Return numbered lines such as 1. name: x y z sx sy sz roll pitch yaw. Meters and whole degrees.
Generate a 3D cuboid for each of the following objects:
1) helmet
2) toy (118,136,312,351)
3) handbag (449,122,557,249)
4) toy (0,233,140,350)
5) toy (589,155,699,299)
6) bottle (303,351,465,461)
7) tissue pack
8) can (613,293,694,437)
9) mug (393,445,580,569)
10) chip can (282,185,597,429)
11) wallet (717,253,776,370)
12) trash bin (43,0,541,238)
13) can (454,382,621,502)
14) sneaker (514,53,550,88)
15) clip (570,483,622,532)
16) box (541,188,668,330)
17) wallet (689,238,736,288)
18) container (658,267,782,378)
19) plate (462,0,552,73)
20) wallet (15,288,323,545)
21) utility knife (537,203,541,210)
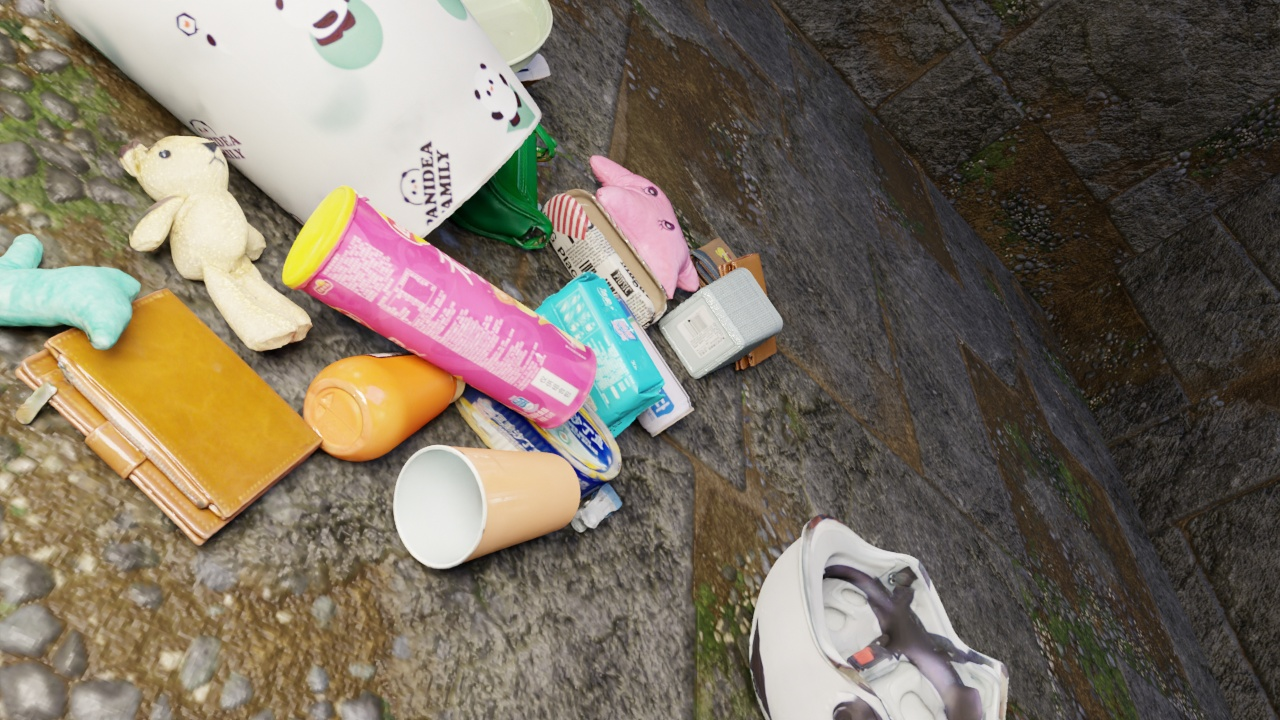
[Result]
1. helmet: 0.183 0.273 0.780 0.258 0.146 0.228 45 28 0
2. toy: -0.263 -0.074 0.577 0.157 0.066 0.105 57 23 4
3. handbag: -0.127 -0.181 0.864 0.120 0.068 0.131 25 53 -47
4. toy: -0.312 -0.038 0.480 0.092 0.030 0.096 3 36 -16
5. toy: 0.001 -0.147 1.028 0.178 0.075 0.194 21 41 -57
6. bottle: -0.163 0.022 0.631 0.067 0.067 0.149 55 21 2
7. tissue pack: -0.044 0.002 0.788 0.050 0.093 0.133 -7 65 -60
8. can: -0.005 0.005 0.882 0.134 0.053 0.053 56 29 4
9. mug: -0.099 0.096 0.634 0.122 0.078 0.078 6 54 -60
10. chip can: -0.127 -0.028 0.617 0.210 0.072 0.071 34 35 -34
11. wallet: 0.133 -0.062 1.134 0.107 0.031 0.132 -28 107 -60
12. trash bin: -0.219 -0.213 0.645 0.252 0.230 0.229 47 29 -22
13. can: -0.081 0.049 0.729 0.148 0.049 0.074 47 29 -12
14. sneaker: -0.179 -0.307 0.916 0.240 0.118 0.088 -28 103 -56
15. clip: -0.037 0.122 0.748 0.026 0.038 0.058 58 31 2
16. box: -0.044 -0.096 0.925 0.163 0.075 0.082 54 17 -3
17. wallet: 0.106 -0.113 1.197 0.090 0.033 0.115 53 26 -1
18. container: 0.088 -0.040 1.035 0.090 0.090 0.111 56 32 4
19. plate: -0.195 -0.313 0.831 0.230 0.028 0.229 6 49 -7
20. wallet: -0.257 0.028 0.508 0.130 0.035 0.118 47 31 -6
21. utility knife: -0.154 -0.176 0.899 0.157 0.013 0.029 19 48 -46
